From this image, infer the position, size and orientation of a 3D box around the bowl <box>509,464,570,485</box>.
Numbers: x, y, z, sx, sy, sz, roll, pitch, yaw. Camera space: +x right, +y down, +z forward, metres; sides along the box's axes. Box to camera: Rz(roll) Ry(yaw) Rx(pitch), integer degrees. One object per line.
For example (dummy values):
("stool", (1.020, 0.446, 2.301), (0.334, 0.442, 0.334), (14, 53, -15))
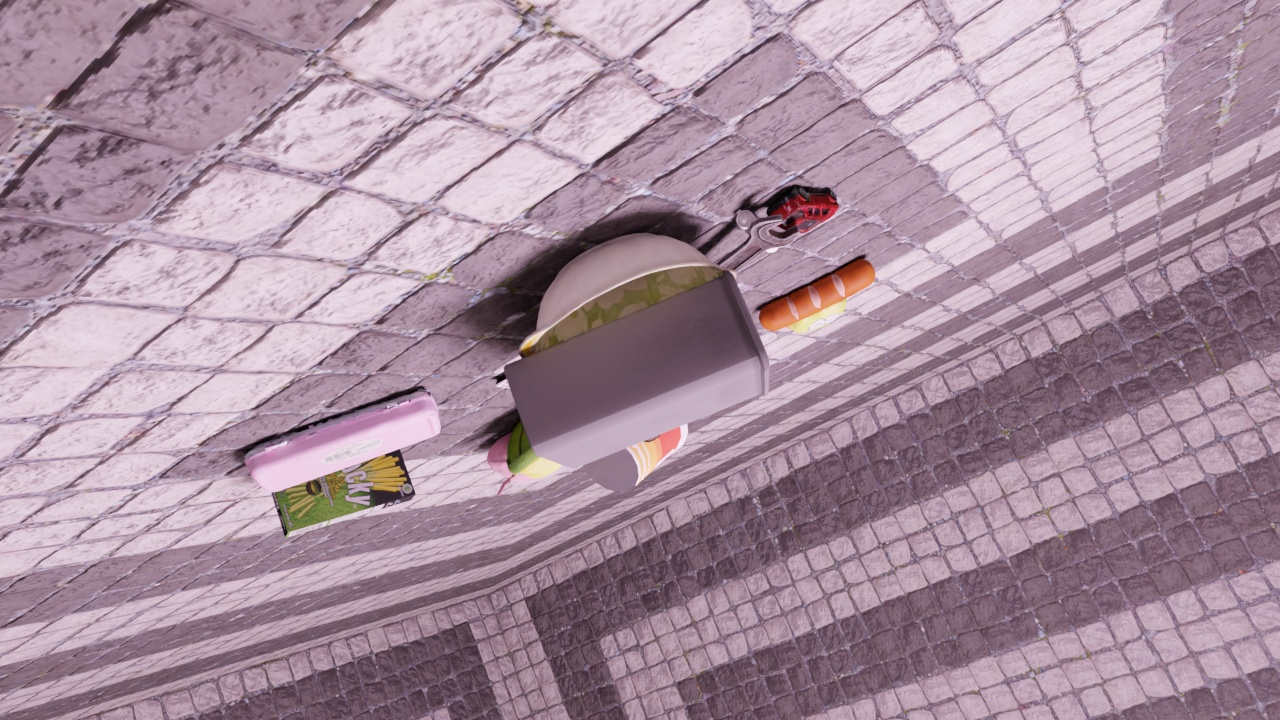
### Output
("bowl", (-0.149, 0.155, 1.489), (0.149, 0.043, 0.150), (-22, 166, -6))

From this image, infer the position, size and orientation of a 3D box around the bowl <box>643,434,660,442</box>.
("bowl", (0.000, 0.045, 1.218), (0.059, 0.115, 0.115), (17, -175, 27))

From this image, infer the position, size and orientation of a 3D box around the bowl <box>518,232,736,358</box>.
("bowl", (-0.019, -0.066, 0.857), (0.219, 0.060, 0.189), (-18, 166, -18))

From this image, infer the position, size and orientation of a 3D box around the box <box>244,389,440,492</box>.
("box", (-0.316, 0.081, 0.981), (0.202, 0.044, 0.086), (-19, 160, -13))

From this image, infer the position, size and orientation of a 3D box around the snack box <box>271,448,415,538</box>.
("snack box", (-0.344, 0.142, 1.057), (0.147, 0.080, 0.025), (-14, 163, -33))

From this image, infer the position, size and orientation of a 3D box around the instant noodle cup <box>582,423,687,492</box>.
("instant noodle cup", (-0.015, 0.113, 1.299), (0.124, 0.123, 0.120), (-36, -174, 41))

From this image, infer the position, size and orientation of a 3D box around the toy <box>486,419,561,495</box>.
("toy", (-0.136, 0.113, 1.269), (0.189, 0.087, 0.239), (-42, -176, -33))

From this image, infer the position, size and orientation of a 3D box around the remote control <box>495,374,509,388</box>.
("remote control", (-0.133, 0.025, 1.106), (0.028, 0.011, 0.124), (-28, 165, 18))

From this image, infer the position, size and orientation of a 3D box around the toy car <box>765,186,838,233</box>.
("toy car", (0.162, -0.147, 0.904), (0.042, 0.036, 0.091), (-36, 167, 37))

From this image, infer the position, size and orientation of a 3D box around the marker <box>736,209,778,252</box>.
("marker", (0.120, -0.130, 0.929), (0.017, 0.020, 0.133), (-42, 164, 12))

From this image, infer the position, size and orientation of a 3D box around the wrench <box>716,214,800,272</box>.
("wrench", (0.067, -0.079, 0.954), (0.070, 0.010, 0.274), (9, 153, -31))

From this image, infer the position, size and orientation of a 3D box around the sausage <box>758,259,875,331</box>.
("sausage", (0.235, -0.086, 1.228), (0.164, 0.039, 0.044), (-26, 160, 11))

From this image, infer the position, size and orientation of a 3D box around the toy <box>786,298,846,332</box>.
("toy", (0.247, -0.067, 1.308), (0.092, 0.046, 0.115), (-25, 174, -4))

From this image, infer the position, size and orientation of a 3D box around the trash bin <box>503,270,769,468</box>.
("trash bin", (0.005, 0.018, 0.885), (0.220, 0.097, 0.192), (-22, 167, 3))
